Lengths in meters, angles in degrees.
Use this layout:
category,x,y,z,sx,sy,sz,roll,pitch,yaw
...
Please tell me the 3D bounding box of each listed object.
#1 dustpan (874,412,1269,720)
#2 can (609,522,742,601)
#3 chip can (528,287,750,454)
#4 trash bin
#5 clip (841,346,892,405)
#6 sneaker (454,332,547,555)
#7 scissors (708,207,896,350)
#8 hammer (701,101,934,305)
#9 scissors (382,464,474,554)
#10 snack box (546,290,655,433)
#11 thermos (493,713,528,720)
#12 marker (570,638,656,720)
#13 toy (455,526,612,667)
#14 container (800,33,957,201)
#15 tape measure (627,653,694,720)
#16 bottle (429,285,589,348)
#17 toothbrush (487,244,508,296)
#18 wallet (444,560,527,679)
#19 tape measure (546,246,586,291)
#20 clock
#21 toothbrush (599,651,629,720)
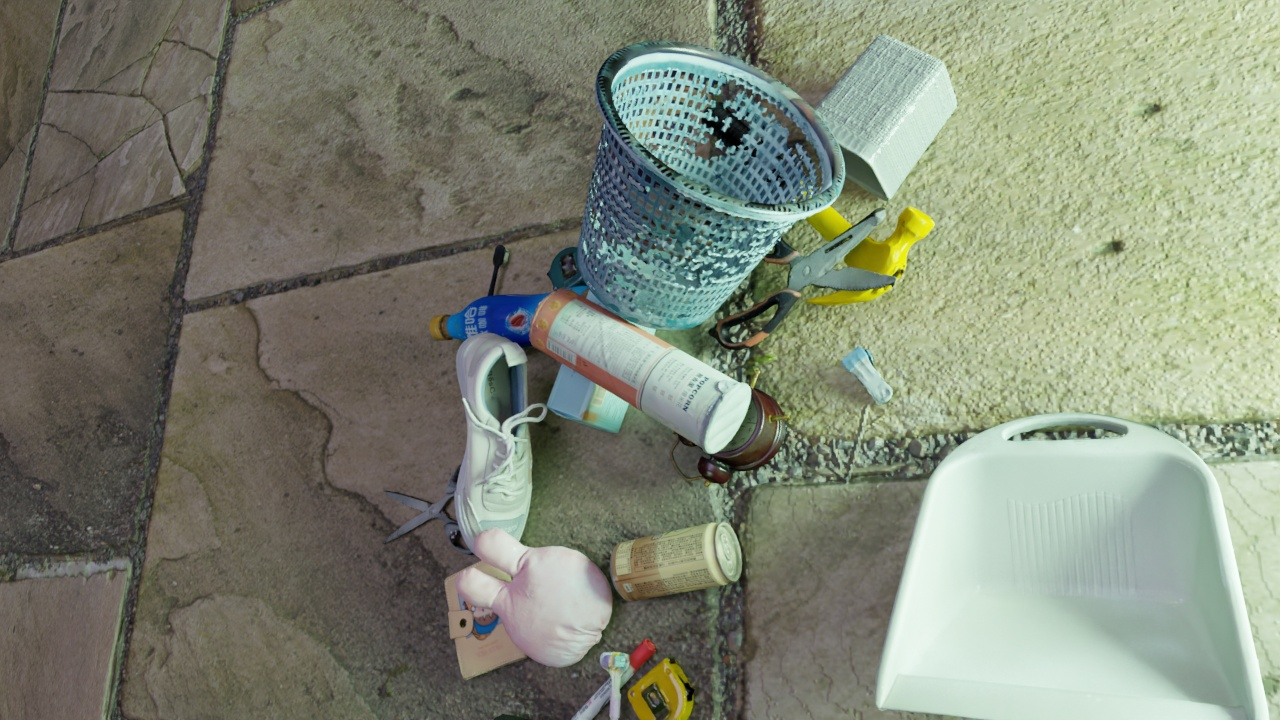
category,x,y,z,sx,sy,sz,roll,pitch,yaw
dustpan,0.298,0.132,0.654,0.223,0.257,0.142,-5,97,29
can,0.033,0.191,0.870,0.116,0.058,0.058,-17,68,26
chip can,-0.005,0.005,0.858,0.215,0.071,0.071,30,92,27
trash bin,0.039,-0.142,0.836,0.226,0.226,0.196,62,144,28
clip,0.210,0.016,0.841,0.027,0.043,0.058,-36,68,13
sneaker,-0.139,0.094,0.949,0.091,0.089,0.242,10,104,53
scissors,0.140,-0.080,0.874,0.227,0.015,0.189,38,114,42
hammer,0.151,-0.167,0.908,0.129,0.032,0.300,-56,51,26
scissors,-0.236,0.172,1.063,0.181,0.014,0.159,33,94,34
snack box,-0.032,-0.016,0.960,0.052,0.074,0.174,18,85,32
thermos,-0.152,0.477,0.901,0.090,0.068,0.242,-3,69,65
marker,-0.037,0.328,0.897,0.145,0.017,0.017,-50,58,9
toy,-0.106,0.234,0.924,0.159,0.054,0.121,29,99,10
container,0.227,-0.230,0.863,0.090,0.090,0.114,41,95,32
tape measure,0.020,0.316,0.860,0.060,0.029,0.057,-44,59,13
bottle,-0.144,-0.044,1.037,0.219,0.065,0.065,-3,74,28
toothbrush,-0.184,-0.050,1.097,0.016,0.018,0.181,10,83,22
wallet,-0.170,0.276,0.989,0.087,0.024,0.115,-25,66,17
tape measure,-0.078,-0.101,1.042,0.058,0.025,0.054,-31,63,19
clock,0.082,0.069,0.878,0.122,0.055,0.082,-38,61,13
toothbrush,-0.027,0.374,0.866,0.029,0.020,0.189,0,83,17
